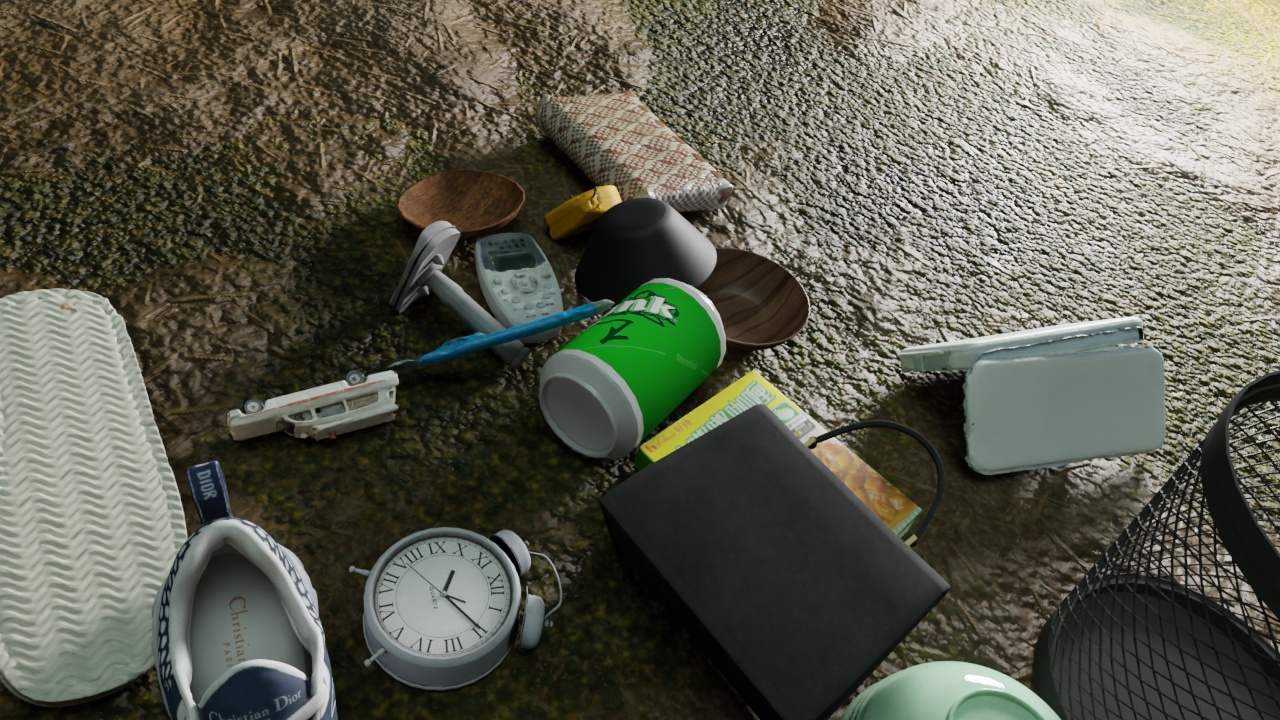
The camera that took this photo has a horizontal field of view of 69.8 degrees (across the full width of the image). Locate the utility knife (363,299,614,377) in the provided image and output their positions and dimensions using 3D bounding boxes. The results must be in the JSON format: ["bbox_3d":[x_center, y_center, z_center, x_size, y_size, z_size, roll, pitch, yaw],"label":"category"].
[{"bbox_3d":[-0.126,-0.011,0.673,0.220,0.031,0.015,-18,86,-6],"label":"utility knife"}]

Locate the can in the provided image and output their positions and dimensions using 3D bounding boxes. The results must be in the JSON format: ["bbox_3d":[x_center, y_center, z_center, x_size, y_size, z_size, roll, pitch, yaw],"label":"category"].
[{"bbox_3d":[-0.004,0.004,0.679,0.088,0.088,0.139,34,49,18],"label":"can"}]

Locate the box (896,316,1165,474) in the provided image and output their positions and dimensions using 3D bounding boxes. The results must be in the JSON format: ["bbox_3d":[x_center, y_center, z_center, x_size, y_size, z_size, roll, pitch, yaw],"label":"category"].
[{"bbox_3d":[0.327,0.023,0.779,0.210,0.105,0.129,-2,89,-20],"label":"box"}]

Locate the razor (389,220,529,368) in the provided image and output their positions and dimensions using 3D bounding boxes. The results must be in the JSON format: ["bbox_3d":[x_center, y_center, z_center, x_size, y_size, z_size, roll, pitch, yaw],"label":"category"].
[{"bbox_3d":[-0.133,-0.039,0.709,0.116,0.088,0.047,43,49,0],"label":"razor"}]

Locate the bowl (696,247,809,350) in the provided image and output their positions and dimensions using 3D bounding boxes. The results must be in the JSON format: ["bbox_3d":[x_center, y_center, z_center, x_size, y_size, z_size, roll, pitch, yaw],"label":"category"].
[{"bbox_3d":[0.082,-0.046,0.786,0.119,0.032,0.119,7,46,-8],"label":"bowl"}]

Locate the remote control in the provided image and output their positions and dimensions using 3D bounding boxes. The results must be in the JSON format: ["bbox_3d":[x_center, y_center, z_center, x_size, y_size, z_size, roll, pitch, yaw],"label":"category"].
[{"bbox_3d":[-0.100,-0.061,0.758,0.060,0.028,0.114,-8,49,-21],"label":"remote control"}]

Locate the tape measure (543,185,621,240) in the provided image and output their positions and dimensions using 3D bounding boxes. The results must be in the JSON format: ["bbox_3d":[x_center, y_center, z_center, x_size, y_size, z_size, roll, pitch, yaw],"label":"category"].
[{"bbox_3d":[-0.045,-0.136,0.816,0.058,0.068,0.030,-26,94,-39],"label":"tape measure"}]

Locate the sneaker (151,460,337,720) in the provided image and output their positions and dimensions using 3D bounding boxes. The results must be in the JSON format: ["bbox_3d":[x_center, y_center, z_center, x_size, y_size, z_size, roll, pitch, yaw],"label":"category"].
[{"bbox_3d":[-0.178,0.184,0.426,0.103,0.133,0.269,-10,59,-25],"label":"sneaker"}]

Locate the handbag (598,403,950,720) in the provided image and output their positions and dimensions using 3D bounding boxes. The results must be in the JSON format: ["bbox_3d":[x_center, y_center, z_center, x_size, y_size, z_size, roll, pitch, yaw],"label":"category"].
[{"bbox_3d":[0.108,0.105,0.579,0.195,0.072,0.176,-36,62,-15],"label":"handbag"}]

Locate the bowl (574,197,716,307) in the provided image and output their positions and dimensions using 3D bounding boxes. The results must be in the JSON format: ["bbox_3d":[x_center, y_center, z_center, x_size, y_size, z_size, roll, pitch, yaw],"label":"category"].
[{"bbox_3d":[-0.001,-0.102,0.774,0.124,0.053,0.123,-8,38,6],"label":"bowl"}]

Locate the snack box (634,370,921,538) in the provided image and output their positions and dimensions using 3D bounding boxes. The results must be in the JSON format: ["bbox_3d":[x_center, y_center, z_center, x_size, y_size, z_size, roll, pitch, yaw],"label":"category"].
[{"bbox_3d":[0.099,0.092,0.664,0.131,0.027,0.168,-31,61,-34],"label":"snack box"}]

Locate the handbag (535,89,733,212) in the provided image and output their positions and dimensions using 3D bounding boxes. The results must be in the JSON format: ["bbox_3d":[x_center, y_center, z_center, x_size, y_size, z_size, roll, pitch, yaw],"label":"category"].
[{"bbox_3d":[-0.010,-0.202,0.902,0.123,0.047,0.186,-16,53,-37],"label":"handbag"}]

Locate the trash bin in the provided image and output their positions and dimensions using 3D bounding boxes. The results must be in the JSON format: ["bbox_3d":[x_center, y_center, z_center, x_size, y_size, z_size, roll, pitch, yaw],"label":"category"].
[{"bbox_3d":[0.372,0.161,0.527,0.217,0.228,0.217,7,46,-8],"label":"trash bin"}]

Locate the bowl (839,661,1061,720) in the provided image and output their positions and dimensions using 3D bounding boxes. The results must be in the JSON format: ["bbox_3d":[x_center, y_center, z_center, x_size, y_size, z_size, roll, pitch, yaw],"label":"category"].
[{"bbox_3d":[0.191,0.234,0.519,0.151,0.077,0.150,6,46,-7],"label":"bowl"}]

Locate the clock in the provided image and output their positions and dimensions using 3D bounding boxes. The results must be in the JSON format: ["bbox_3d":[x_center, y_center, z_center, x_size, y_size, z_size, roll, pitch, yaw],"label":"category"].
[{"bbox_3d":[-0.108,0.145,0.556,0.122,0.035,0.094,-9,50,-20],"label":"clock"}]

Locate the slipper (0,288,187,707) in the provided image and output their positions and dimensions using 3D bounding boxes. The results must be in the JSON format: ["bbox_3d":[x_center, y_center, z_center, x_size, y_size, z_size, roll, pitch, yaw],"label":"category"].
[{"bbox_3d":[-0.342,0.074,0.546,0.114,0.052,0.262,-6,61,-33],"label":"slipper"}]

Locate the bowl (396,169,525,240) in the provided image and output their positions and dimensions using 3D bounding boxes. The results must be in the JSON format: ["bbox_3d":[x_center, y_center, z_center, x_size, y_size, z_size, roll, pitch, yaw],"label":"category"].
[{"bbox_3d":[-0.157,-0.131,0.808,0.102,0.026,0.113,25,43,23],"label":"bowl"}]

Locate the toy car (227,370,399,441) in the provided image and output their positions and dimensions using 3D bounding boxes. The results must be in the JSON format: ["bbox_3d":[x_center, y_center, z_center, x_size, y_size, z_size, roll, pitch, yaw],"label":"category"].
[{"bbox_3d":[-0.222,0.037,0.631,0.113,0.039,0.039,-17,75,-26],"label":"toy car"}]
